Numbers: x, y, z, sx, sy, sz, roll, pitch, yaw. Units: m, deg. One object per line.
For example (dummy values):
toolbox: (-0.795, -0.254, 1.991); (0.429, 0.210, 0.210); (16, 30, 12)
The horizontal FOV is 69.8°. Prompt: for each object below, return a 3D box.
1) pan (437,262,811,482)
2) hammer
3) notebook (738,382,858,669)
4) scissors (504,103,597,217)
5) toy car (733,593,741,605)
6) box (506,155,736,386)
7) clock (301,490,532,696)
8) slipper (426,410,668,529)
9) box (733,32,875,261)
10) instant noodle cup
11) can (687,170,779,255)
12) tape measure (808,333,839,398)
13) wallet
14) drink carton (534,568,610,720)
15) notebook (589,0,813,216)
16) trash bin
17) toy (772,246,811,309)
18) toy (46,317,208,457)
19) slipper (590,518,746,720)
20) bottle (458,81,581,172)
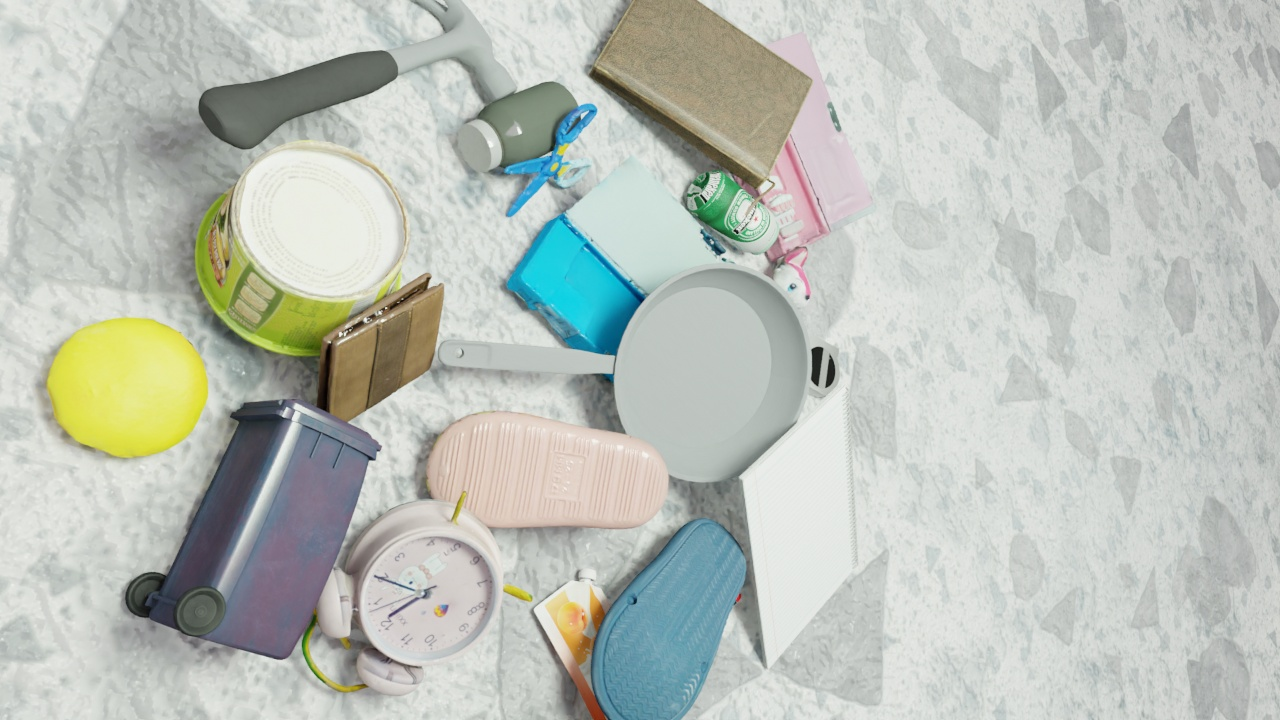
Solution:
pan: (-0.005, 0.005, 0.808); (0.356, 0.051, 0.201); (5, 97, -24)
hammer: (-0.212, -0.226, 0.707); (0.125, 0.030, 0.309); (57, 37, -11)
notebook: (0.165, 0.166, 0.919); (0.177, 0.013, 0.246); (-36, 128, -36)
scissors: (-0.078, -0.177, 0.831); (0.015, 0.127, 0.125); (43, 94, 19)
toy car: (0.057, 0.229, 0.877); (0.089, 0.025, 0.038); (-18, 85, -41)
box: (0.009, -0.052, 0.872); (0.243, 0.071, 0.170); (44, 81, -23)
clock: (-0.171, 0.176, 0.672); (0.157, 0.059, 0.117); (-34, 106, -13)
slipper: (-0.077, 0.091, 0.763); (0.197, 0.081, 0.093); (6, 88, -12)
box: (0.167, -0.247, 1.053); (0.178, 0.039, 0.232); (-27, 97, -34)
instant noodle cup: (-0.235, -0.084, 0.655); (0.146, 0.098, 0.146); (10, 70, -27)
can: (0.097, -0.156, 0.969); (0.101, 0.053, 0.053); (33, 62, -28)
tape measure: (0.200, 0.006, 1.039); (0.064, 0.017, 0.065); (24, 67, -32)
wallet: (-0.193, -0.004, 0.677); (0.027, 0.121, 0.098); (44, 53, 11)
drink carton: (-0.040, 0.248, 0.797); (0.069, 0.039, 0.122); (-31, 94, -37)
notebook: (0.061, -0.272, 0.940); (0.215, 0.035, 0.189); (31, 66, -11)
trash bin: (-0.254, 0.107, 0.618); (0.092, 0.094, 0.160); (35, 63, -38)
toy: (0.163, -0.069, 1.002); (0.102, 0.050, 0.065); (-57, 149, -20)
toy: (-0.336, 0.017, 0.606); (0.095, 0.041, 0.094); (50, 60, -19)
slipper: (0.023, 0.226, 0.808); (0.104, 0.059, 0.213); (43, 50, -7)
bottle: (-0.107, -0.206, 0.817); (0.108, 0.060, 0.060); (-36, 103, -37)
